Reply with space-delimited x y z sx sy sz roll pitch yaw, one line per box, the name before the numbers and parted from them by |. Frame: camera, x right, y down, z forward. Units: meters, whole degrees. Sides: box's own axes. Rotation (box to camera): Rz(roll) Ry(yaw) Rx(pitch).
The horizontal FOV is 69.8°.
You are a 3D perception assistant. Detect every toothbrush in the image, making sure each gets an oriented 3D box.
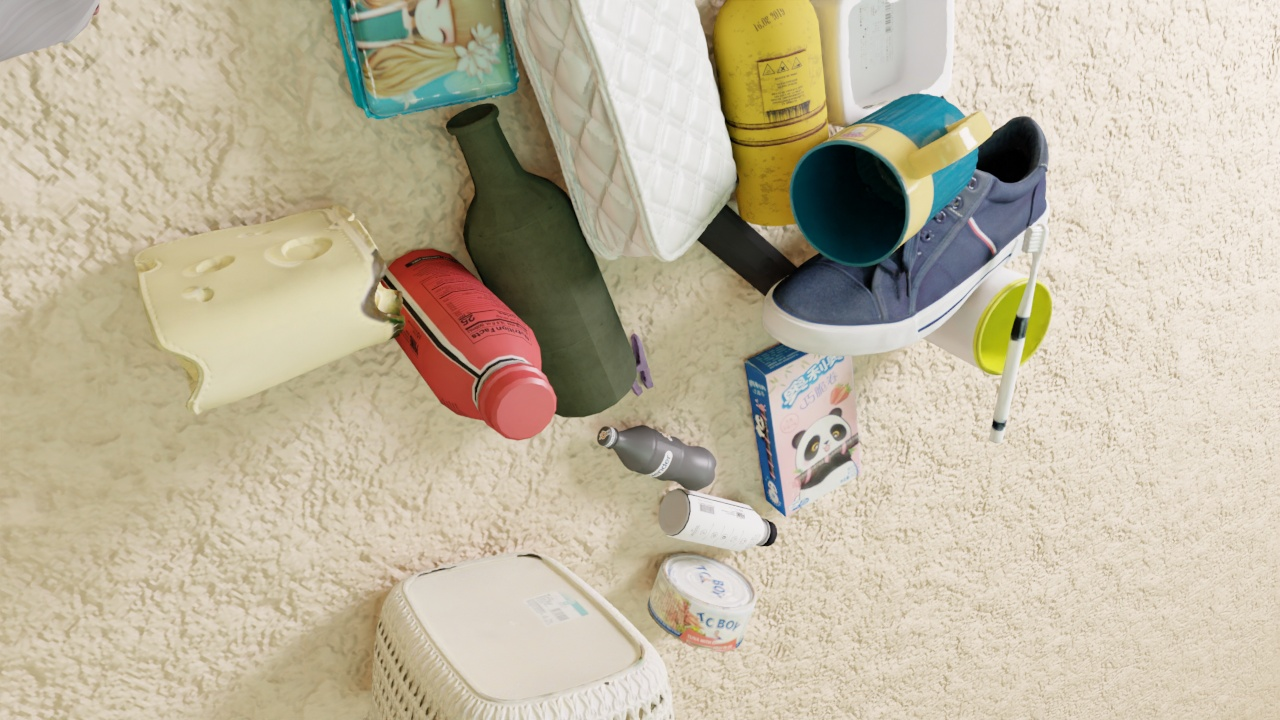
toothbrush | 0.292 -0.017 0.716 0.017 0.012 0.187 -6 117 -14

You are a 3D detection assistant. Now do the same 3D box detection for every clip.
clip | -0.006 0.005 0.685 0.033 0.013 0.051 -29 128 -14

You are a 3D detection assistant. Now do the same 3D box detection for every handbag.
handbag | -0.006 -0.164 0.548 0.138 0.073 0.195 -52 136 -40
handbag | -0.194 -0.030 0.491 0.119 0.111 0.081 -21 114 -22

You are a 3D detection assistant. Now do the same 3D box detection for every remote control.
remote control | 0.095 -0.072 0.703 0.146 0.015 0.033 33 94 -38

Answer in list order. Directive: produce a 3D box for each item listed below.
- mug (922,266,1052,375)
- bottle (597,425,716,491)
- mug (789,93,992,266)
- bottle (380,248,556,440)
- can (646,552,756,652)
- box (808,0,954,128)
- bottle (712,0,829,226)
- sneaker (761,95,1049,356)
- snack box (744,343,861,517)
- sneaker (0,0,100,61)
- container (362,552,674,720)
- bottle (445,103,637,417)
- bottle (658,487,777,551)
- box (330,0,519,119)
mug | 0.272 -0.045 0.766 0.082 0.106 0.083 -14 120 -25
bottle | 0.012 0.073 0.713 0.109 0.036 0.036 24 100 -37
mug | 0.169 -0.123 0.583 0.107 0.114 0.083 -34 97 -37
bottle | -0.098 -0.009 0.517 0.062 0.176 0.062 -13 119 -25
can | 0.052 0.202 0.770 0.086 0.086 0.043 7 109 -33
box | 0.167 -0.244 0.614 0.111 0.101 0.189 -25 144 -20
bottle | 0.089 -0.178 0.612 0.071 0.071 0.164 -26 124 -18
sneaker | 0.205 -0.111 0.686 0.293 0.121 0.127 -31 136 -24
snack box | 0.141 0.051 0.782 0.087 0.033 0.154 -26 124 -19
sneaker | -0.262 -0.194 0.396 0.099 0.090 0.235 40 68 -5
container | -0.082 0.235 0.617 0.184 0.252 0.143 -4 105 -31
bottle | -0.065 -0.060 0.579 0.071 0.071 0.207 -32 126 -14
bottle | 0.070 0.138 0.778 0.116 0.041 0.041 19 102 -36
box | -0.124 -0.245 0.470 0.094 0.039 0.227 -19 122 -23
